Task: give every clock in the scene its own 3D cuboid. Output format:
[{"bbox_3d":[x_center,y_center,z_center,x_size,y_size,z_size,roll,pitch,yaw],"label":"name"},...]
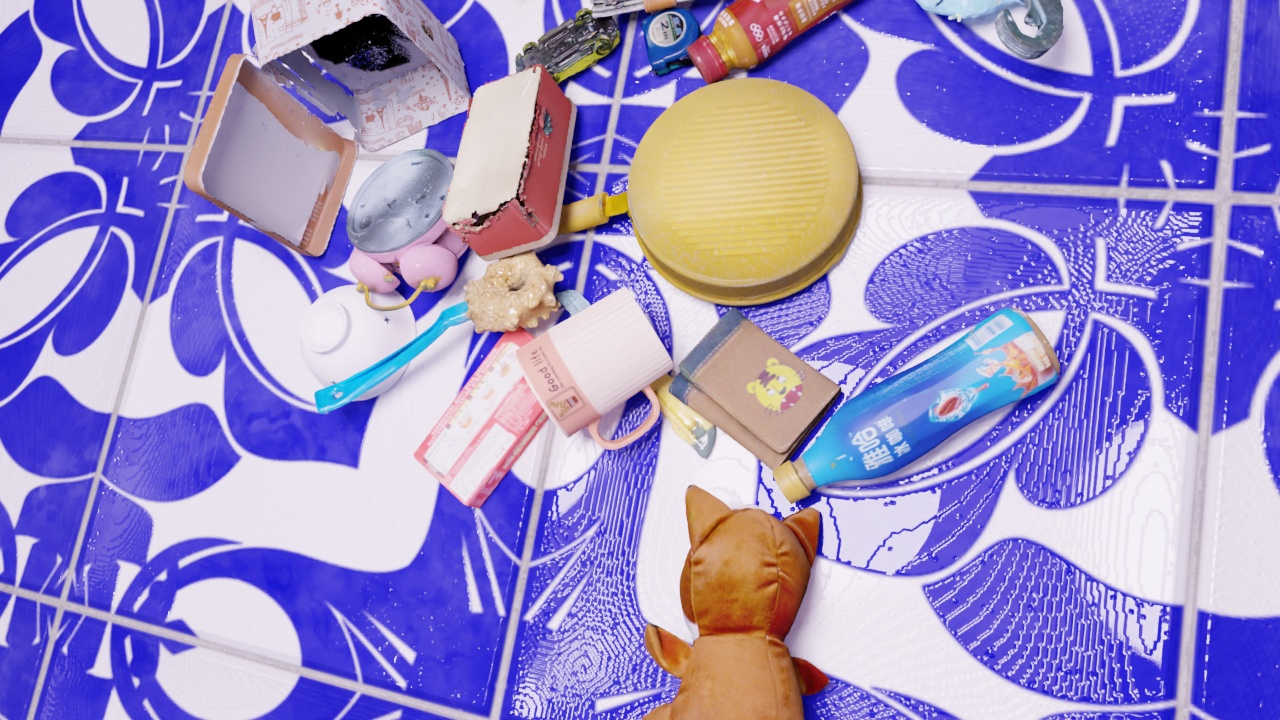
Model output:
[{"bbox_3d":[-0.212,-0.116,0.847,0.117,0.060,0.158,0,62,25],"label":"clock"}]

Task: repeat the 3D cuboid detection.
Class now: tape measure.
[{"bbox_3d":[0.029,-0.294,0.843,0.054,0.025,0.058,-15,75,13],"label":"tape measure"}]

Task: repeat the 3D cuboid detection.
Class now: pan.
[{"bbox_3d":[0.011,-0.138,0.804,0.358,0.078,0.197,-1,73,12],"label":"pan"}]

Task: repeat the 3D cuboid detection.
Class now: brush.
[{"bbox_3d":[-0.181,-0.021,0.818,0.255,0.046,0.083,-30,55,7],"label":"brush"}]

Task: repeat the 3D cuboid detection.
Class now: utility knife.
[{"bbox_3d":[-0.005,0.005,0.794,0.031,0.021,0.205,-42,64,-5],"label":"utility knife"}]

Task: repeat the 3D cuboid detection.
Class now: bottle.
[{"bbox_3d":[0.200,0.042,0.688,0.219,0.065,0.065,-33,70,9],"label":"bottle"},{"bbox_3d":[0.123,-0.305,0.797,0.175,0.057,0.057,-33,70,9],"label":"bottle"}]

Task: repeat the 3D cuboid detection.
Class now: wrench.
[{"bbox_3d":[0.309,-0.344,0.731,0.056,0.016,0.272,18,64,-15],"label":"wrench"}]

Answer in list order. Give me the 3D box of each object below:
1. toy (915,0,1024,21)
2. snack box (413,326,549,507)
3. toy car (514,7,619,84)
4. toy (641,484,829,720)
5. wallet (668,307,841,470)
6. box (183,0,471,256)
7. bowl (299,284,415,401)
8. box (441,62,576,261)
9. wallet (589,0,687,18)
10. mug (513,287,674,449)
[{"bbox_3d":[0.261,-0.344,0.764,0.161,0.050,0.156,20,76,16],"label":"toy"},{"bbox_3d":[-0.129,0.049,0.816,0.075,0.025,0.153,37,91,23],"label":"snack box"},{"bbox_3d":[-0.069,-0.292,0.870,0.105,0.032,0.048,-30,70,4],"label":"toy car"},{"bbox_3d":[0.071,0.197,0.678,0.131,0.140,0.199,-14,66,58],"label":"toy"},{"bbox_3d":[0.091,0.023,0.745,0.115,0.033,0.090,39,85,19],"label":"wallet"},{"bbox_3d":[-0.293,-0.239,0.856,0.134,0.179,0.270,43,92,22],"label":"box"},{"bbox_3d":[-0.279,-0.026,0.863,0.118,0.064,0.118,-5,76,18],"label":"bowl"},{"bbox_3d":[-0.119,-0.180,0.810,0.091,0.076,0.168,-11,56,27],"label":"box"},{"bbox_3d":[0.019,-0.362,0.851,0.130,0.037,0.106,-7,58,15],"label":"wallet"},{"bbox_3d":[-0.029,0.013,0.750,0.106,0.081,0.114,-32,96,0],"label":"mug"}]
